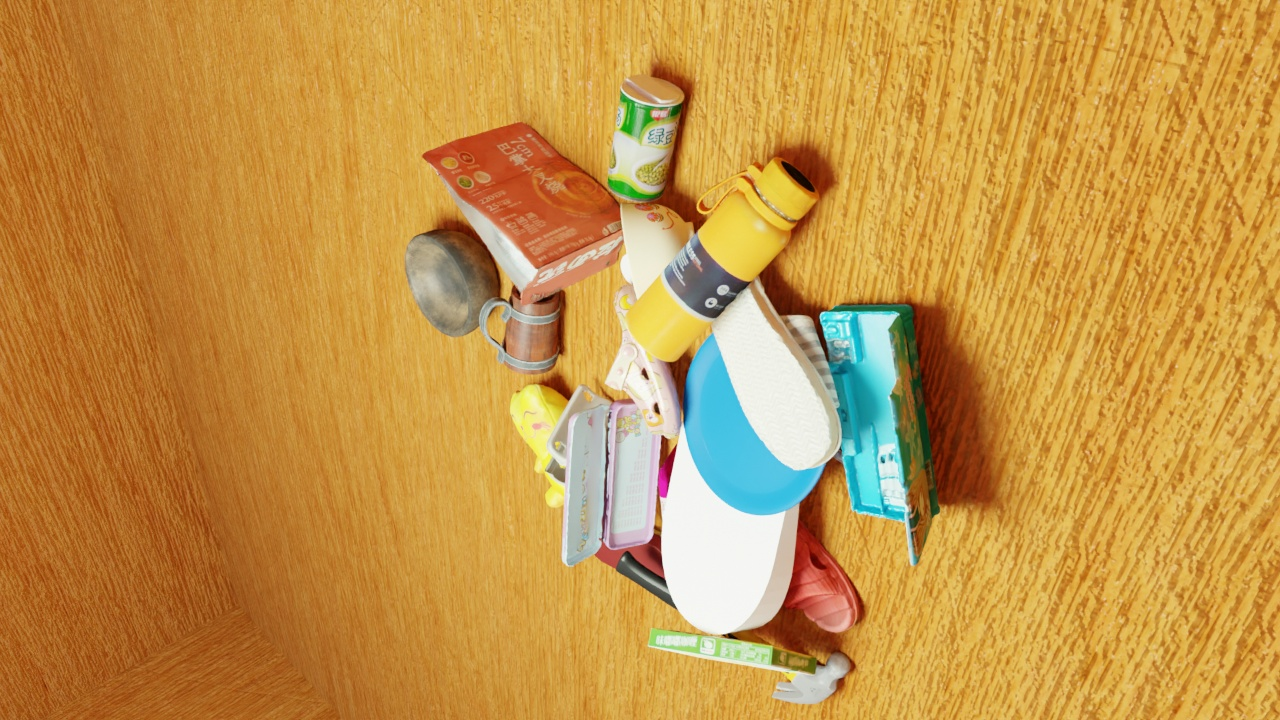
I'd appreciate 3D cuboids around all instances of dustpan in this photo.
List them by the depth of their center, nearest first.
[{"bbox_3d":[0.113,0.203,1.122,0.192,0.053,0.258,20,101,49],"label":"dustpan"}]

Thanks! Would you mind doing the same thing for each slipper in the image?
[{"bbox_3d":[0.136,-0.011,0.974,0.115,0.054,0.272,-51,55,41],"label":"slipper"},{"bbox_3d":[0.165,0.234,1.125,0.248,0.059,0.104,53,141,11],"label":"slipper"},{"bbox_3d":[-0.007,0.007,1.131,0.081,0.093,0.197,-17,96,7],"label":"slipper"}]

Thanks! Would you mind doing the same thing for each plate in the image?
[{"bbox_3d":[0.133,0.062,1.042,0.225,0.024,0.224,3,94,49],"label":"plate"}]

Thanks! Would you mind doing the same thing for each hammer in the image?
[{"bbox_3d":[0.109,0.351,1.215,0.324,0.029,0.127,29,133,12],"label":"hammer"}]

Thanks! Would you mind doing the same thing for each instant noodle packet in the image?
[{"bbox_3d":[-0.135,-0.195,1.097,0.221,0.164,0.084,50,142,11],"label":"instant noodle packet"}]

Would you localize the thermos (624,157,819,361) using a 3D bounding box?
[{"bbox_3d":[0.076,-0.105,0.935,0.091,0.076,0.233,28,121,-26],"label":"thermos"}]

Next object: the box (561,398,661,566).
[{"bbox_3d":[-0.040,0.155,1.196,0.041,0.151,0.214,24,116,46],"label":"box"}]

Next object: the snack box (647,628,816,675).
[{"bbox_3d":[0.114,0.358,1.130,0.168,0.132,0.027,-2,68,34],"label":"snack box"}]

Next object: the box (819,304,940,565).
[{"bbox_3d":[0.250,0.063,0.900,0.168,0.086,0.227,-130,26,-74],"label":"box"}]

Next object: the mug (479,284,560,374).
[{"bbox_3d":[-0.166,-0.045,1.266,0.081,0.117,0.111,49,140,43],"label":"mug"}]

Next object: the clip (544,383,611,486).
[{"bbox_3d":[-0.067,0.124,1.267,0.106,0.126,0.151,-16,125,43],"label":"clip"}]

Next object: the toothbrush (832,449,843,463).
[{"bbox_3d":[0.206,0.098,1.026,0.187,0.017,0.012,34,124,28],"label":"toothbrush"}]

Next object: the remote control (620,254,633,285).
[{"bbox_3d":[0.029,-0.094,1.102,0.136,0.013,0.043,29,132,33],"label":"remote control"}]

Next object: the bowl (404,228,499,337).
[{"bbox_3d":[-0.275,-0.121,1.368,0.162,0.070,0.162,26,130,35],"label":"bowl"}]

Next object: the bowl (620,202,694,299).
[{"bbox_3d":[0.026,-0.125,1.030,0.074,0.117,0.118,-10,111,6],"label":"bowl"}]

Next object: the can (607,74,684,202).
[{"bbox_3d":[0.004,-0.240,0.995,0.067,0.067,0.121,37,136,26],"label":"can"}]

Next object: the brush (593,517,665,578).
[{"bbox_3d":[-0.005,0.274,1.346,0.174,0.041,0.082,17,125,40],"label":"brush"}]

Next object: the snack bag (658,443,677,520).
[{"bbox_3d":[0.046,0.213,1.233,0.016,0.070,0.197,5,119,23],"label":"snack bag"}]

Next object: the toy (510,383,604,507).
[{"bbox_3d":[-0.119,0.121,1.341,0.194,0.087,0.135,65,159,0],"label":"toy"}]
